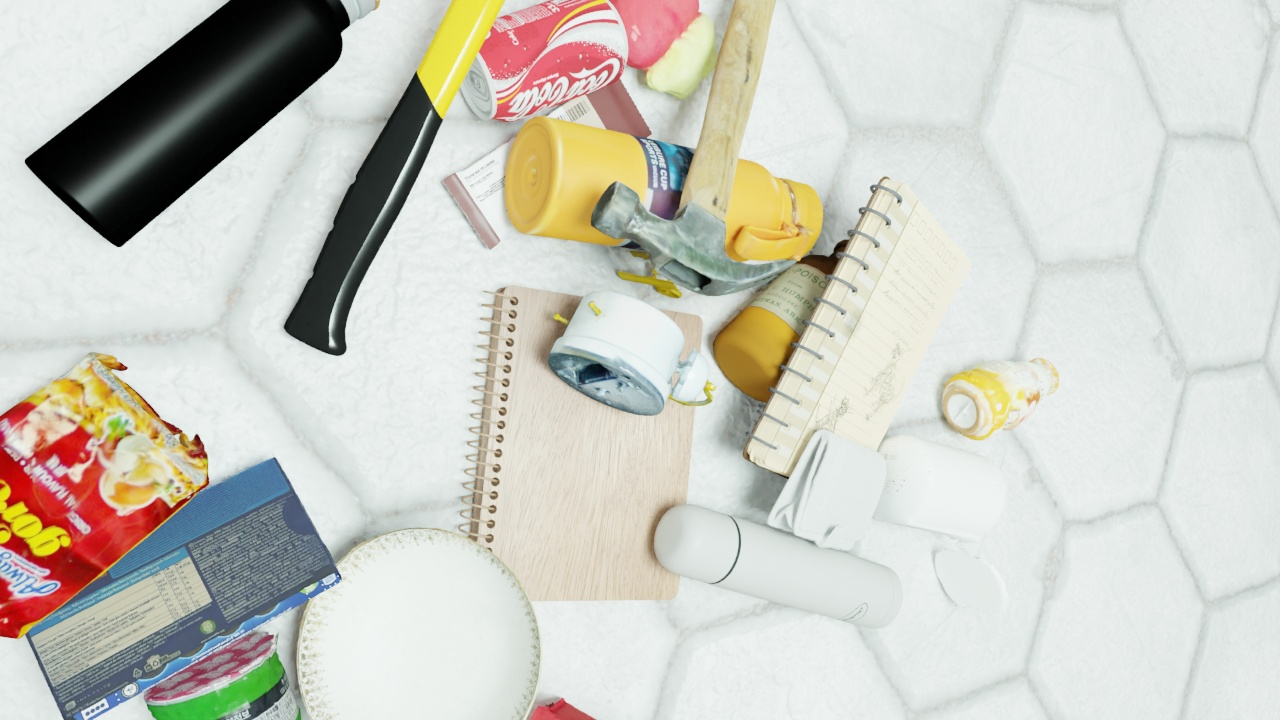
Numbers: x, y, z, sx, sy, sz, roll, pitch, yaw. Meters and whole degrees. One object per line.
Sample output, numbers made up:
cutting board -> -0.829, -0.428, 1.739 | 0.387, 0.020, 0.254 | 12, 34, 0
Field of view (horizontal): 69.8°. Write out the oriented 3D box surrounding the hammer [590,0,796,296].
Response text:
hammer -> 0.065, -0.183, 0.634 | 0.132, 0.033, 0.329 | 28, 56, -20

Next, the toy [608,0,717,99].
toy -> 0.005, -0.250, 0.657 | 0.135, 0.045, 0.091 | 45, 61, -26

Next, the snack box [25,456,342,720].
snack box -> -0.255, 0.124, 0.511 | 0.150, 0.027, 0.082 | -27, 71, -25

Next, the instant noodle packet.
instant noodle packet -> -0.306, 0.066, 0.483 | 0.098, 0.040, 0.135 | 45, 70, 4

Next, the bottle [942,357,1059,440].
bottle -> 0.321, 0.029, 0.813 | 0.109, 0.063, 0.063 | -19, 99, -26

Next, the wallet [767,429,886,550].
wallet -> 0.148, 0.100, 0.688 | 0.116, 0.032, 0.086 | 17, 96, -50

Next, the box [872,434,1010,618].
box -> 0.251, 0.141, 0.769 | 0.137, 0.083, 0.143 | 13, 78, -28

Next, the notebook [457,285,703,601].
notebook -> -0.041, 0.062, 0.647 | 0.169, 0.022, 0.210 | 7, 86, -29

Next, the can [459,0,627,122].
can -> -0.065, -0.201, 0.609 | 0.104, 0.064, 0.064 | -28, 102, -23

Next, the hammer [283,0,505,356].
hammer -> -0.130, -0.154, 0.553 | 0.127, 0.029, 0.323 | 28, 92, 4

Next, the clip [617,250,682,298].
clip -> 0.017, -0.064, 0.669 | 0.049, 0.054, 0.044 | -20, 117, -51

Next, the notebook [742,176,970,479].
notebook -> 0.169, -0.007, 0.696 | 0.167, 0.024, 0.225 | 27, 89, -49

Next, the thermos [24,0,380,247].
thermos -> -0.231, -0.165, 0.525 | 0.061, 0.061, 0.230 | 47, 70, -19

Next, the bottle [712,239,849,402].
bottle -> 0.130, -0.041, 0.710 | 0.156, 0.068, 0.068 | -43, 108, -21

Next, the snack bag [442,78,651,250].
snack bag -> -0.061, -0.143, 0.641 | 0.157, 0.013, 0.057 | -41, 108, -22

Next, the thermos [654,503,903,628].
thermos -> 0.107, 0.157, 0.693 | 0.224, 0.052, 0.052 | 23, 79, -32

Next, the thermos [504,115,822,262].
thermos -> 0.027, -0.105, 0.642 | 0.232, 0.076, 0.091 | 3, 65, -34

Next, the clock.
clock -> -0.004, 0.004, 0.608 | 0.117, 0.083, 0.057 | 34, 68, -24

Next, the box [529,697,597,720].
box -> -0.017, 0.299, 0.386 | 0.141, 0.512, 0.215 | 31, 74, -8

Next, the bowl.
bowl -> -0.128, 0.177, 0.561 | 0.145, 0.063, 0.145 | 0, 77, 2

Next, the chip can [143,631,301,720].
chip can -> -0.210, 0.275, 0.528 | 0.075, 0.076, 0.223 | -19, 99, -27
